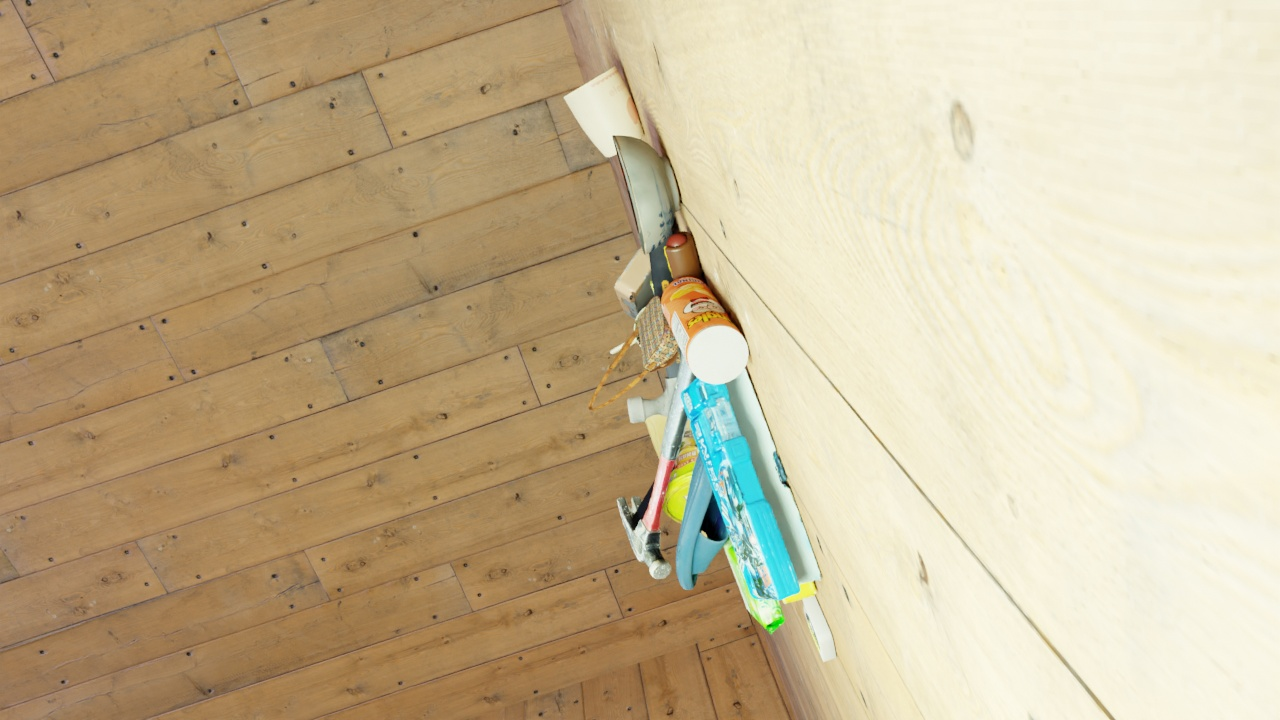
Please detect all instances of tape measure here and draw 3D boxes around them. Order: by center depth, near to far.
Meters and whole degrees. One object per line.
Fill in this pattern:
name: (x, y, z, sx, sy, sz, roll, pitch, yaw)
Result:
tape measure: (0.210, 0.315, 1.078, 0.064, 0.017, 0.065, -108, 0, -51)

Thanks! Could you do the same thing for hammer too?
hammer: (0.033, 0.118, 1.206, 0.140, 0.036, 0.327, -126, 43, -53)
hammer: (0.031, -0.079, 1.231, 0.035, 0.139, 0.312, -102, 3, -85)

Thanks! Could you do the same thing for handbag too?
handbag: (-0.007, 0.007, 1.187, 0.043, 0.196, 0.093, 23, -144, -26)

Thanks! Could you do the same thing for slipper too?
slipper: (0.082, 0.191, 1.138, 0.103, 0.059, 0.214, -77, -5, -58)

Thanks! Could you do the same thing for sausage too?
sausage: (0.061, -0.091, 1.137, 0.040, 0.040, 0.156, -108, 0, -51)

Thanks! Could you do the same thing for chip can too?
chip can: (0.067, -0.038, 1.012, 0.210, 0.062, 0.062, -108, -1, -70)

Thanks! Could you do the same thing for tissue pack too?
tissue pack: (0.136, 0.263, 1.114, 0.099, 0.034, 0.114, -179, 67, -83)

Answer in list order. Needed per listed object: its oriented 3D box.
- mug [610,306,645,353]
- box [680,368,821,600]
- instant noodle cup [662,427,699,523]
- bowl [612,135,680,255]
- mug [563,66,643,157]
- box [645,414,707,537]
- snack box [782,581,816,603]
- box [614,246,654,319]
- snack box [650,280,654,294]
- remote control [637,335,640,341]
mug: (0.010, -0.035, 1.401, 0.081, 0.122, 0.097, 63, 177, 1)
box: (0.117, 0.131, 0.989, 0.091, 0.066, 0.243, 127, 125, -73)
instant noodle cup: (0.097, 0.161, 1.298, 0.146, 0.146, 0.097, 71, -169, -50)
bowl: (0.013, -0.203, 1.093, 0.150, 0.057, 0.150, 154, 100, -89)
mug: (-0.041, -0.353, 1.302, 0.104, 0.085, 0.111, 60, -148, -16)
box: (0.105, 0.172, 1.547, 0.148, 0.141, 0.249, -74, -33, -76)
snack box: (0.150, 0.177, 1.078, 0.092, 0.042, 0.200, 90, 161, -88)
box: (0.013, -0.144, 1.356, 0.216, 0.063, 0.157, 67, -143, -82)
snack box: (0.064, -0.051, 1.287, 0.025, 0.061, 0.149, -112, 3, -75)
remote control: (0.040, -0.064, 1.312, 0.010, 0.124, 0.039, 0, 135, 50)
